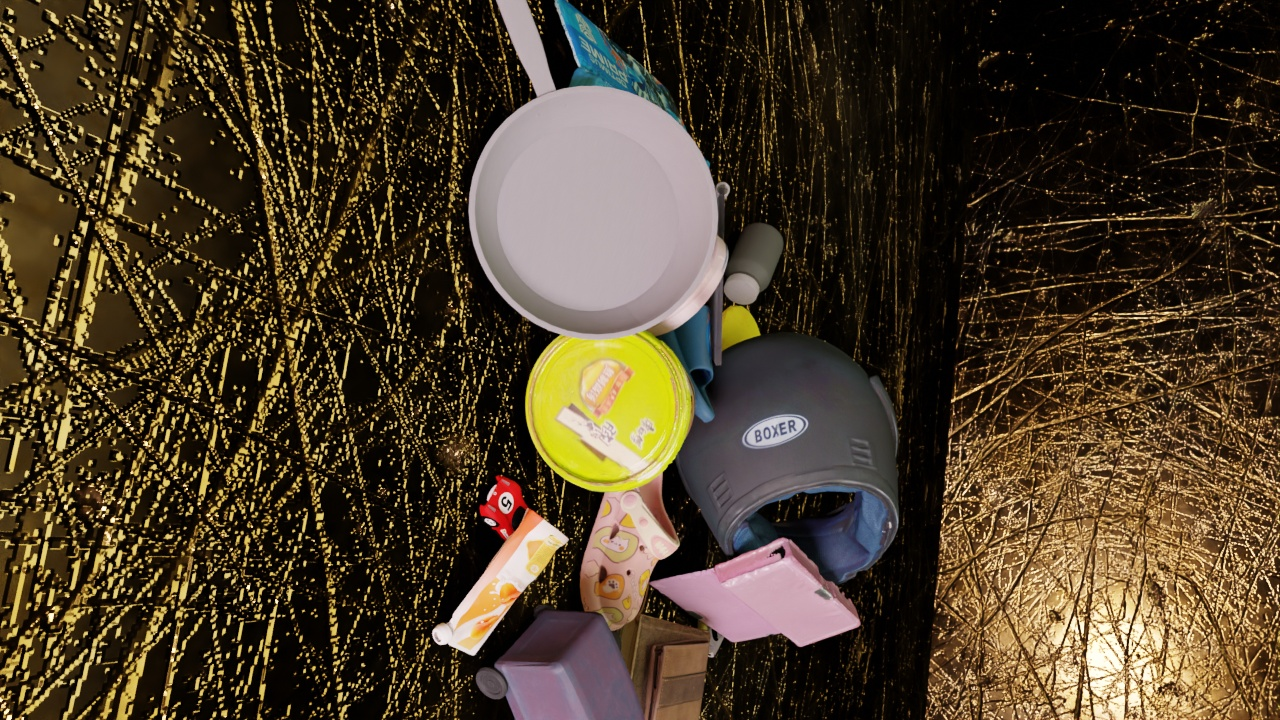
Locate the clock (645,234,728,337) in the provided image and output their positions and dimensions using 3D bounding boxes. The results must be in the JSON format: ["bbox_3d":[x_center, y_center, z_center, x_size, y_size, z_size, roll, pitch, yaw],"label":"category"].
[{"bbox_3d":[0.013,-0.092,0.857,0.059,0.117,0.158,39,10,-28],"label":"clock"}]

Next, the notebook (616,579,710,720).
[{"bbox_3d":[0.023,0.344,1.028,0.215,0.034,0.190,38,60,-58],"label":"notebook"}]

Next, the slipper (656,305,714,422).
[{"bbox_3d":[0.044,-0.037,0.936,0.104,0.059,0.213,57,17,-69],"label":"slipper"}]

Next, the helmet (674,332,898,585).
[{"bbox_3d":[0.173,0.104,1.068,0.316,0.249,0.235,58,16,-51],"label":"helmet"}]

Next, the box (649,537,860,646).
[{"bbox_3d":[0.139,0.286,1.069,0.232,0.179,0.039,44,31,-45],"label":"box"}]

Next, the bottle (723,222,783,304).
[{"bbox_3d":[0.143,-0.124,1.179,0.108,0.060,0.060,-64,145,-36],"label":"bottle"}]

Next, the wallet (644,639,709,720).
[{"bbox_3d":[0.040,0.354,0.993,0.121,0.027,0.098,24,72,-61],"label":"wallet"}]

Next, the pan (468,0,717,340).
[{"bbox_3d":[-0.066,-0.189,0.730,0.356,0.200,0.051,68,-11,-7],"label":"pan"}]

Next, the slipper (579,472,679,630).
[{"bbox_3d":[0.003,0.176,0.924,0.093,0.082,0.197,50,48,-54],"label":"slipper"}]

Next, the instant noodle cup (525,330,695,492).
[{"bbox_3d":[-0.019,0.039,0.811,0.097,0.146,0.146,4,90,-74],"label":"instant noodle cup"}]

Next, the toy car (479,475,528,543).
[{"bbox_3d":[-0.103,0.137,0.774,0.038,0.025,0.089,-65,145,-36],"label":"toy car"}]

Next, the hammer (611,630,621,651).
[{"bbox_3d":[-0.086,0.377,0.831,0.309,0.030,0.125,-56,139,-45],"label":"hammer"}]

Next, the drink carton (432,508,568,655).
[{"bbox_3d":[-0.112,0.180,0.735,0.122,0.039,0.069,-53,149,-13],"label":"drink carton"}]

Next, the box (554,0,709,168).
[{"bbox_3d":[-0.005,-0.227,0.877,0.243,0.071,0.170,13,81,-62],"label":"box"}]

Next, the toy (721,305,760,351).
[{"bbox_3d":[0.123,-0.023,1.156,0.095,0.041,0.094,-53,128,-44],"label":"toy"}]

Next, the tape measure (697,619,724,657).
[{"bbox_3d":[0.093,0.338,1.180,0.064,0.017,0.065,-49,134,-50],"label":"tape measure"}]

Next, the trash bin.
[{"bbox_3d":[-0.056,0.303,0.784,0.093,0.092,0.161,-40,116,-54],"label":"trash bin"}]

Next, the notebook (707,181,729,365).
[{"bbox_3d":[0.083,-0.093,1.011,0.245,0.013,0.178,-66,157,-85],"label":"notebook"}]
